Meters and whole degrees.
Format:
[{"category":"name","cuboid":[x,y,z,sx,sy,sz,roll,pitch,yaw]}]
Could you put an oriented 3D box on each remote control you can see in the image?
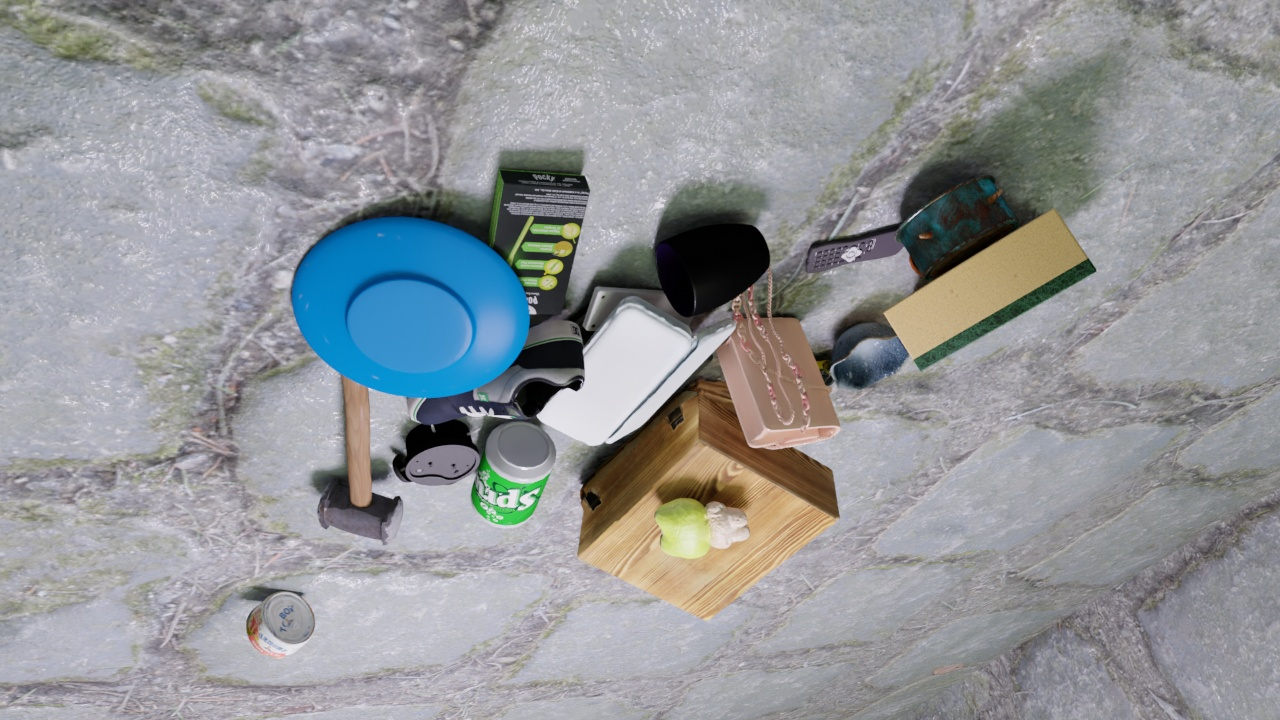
[{"category":"remote control","cuboid":[0.003,-0.055,1.013,0.135,0.011,0.050,0,124,-34]},{"category":"remote control","cuboid":[0.250,-0.127,1.054,0.124,0.009,0.046,-13,145,-9]}]

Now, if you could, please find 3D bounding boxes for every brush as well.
[{"category":"brush","cuboid":[0.396,-0.078,1.038,0.195,0.075,0.249,-34,171,23]}]

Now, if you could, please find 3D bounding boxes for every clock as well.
[{"category":"clock","cuboid":[-0.250,0.118,1.119,0.091,0.042,0.121,9,136,-35]},{"category":"clock","cuboid":[0.347,-0.145,1.021,0.121,0.073,0.157,-30,164,8]}]

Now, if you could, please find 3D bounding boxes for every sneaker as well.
[{"category":"sneaker","cuboid":[-0.160,0.037,0.997,0.236,0.079,0.084,-24,157,26]}]

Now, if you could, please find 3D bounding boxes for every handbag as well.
[{"category":"handbag","cuboid":[0.183,0.006,1.039,0.116,0.198,0.188,-5,151,-20]}]

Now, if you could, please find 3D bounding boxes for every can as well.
[{"category":"can","cuboid":[-0.512,0.376,1.308,0.043,0.086,0.086,-40,141,24]},{"category":"can","cuboid":[-0.162,0.145,1.159,0.087,0.087,0.140,-2,142,-24]}]

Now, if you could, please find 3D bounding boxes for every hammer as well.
[{"category":"hammer","cuboid":[-0.320,0.097,1.042,0.098,0.052,0.329,16,133,1]}]

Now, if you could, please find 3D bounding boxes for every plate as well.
[{"category":"plate","cuboid":[-0.220,-0.037,0.882,0.224,0.024,0.225,-2,133,-2]}]

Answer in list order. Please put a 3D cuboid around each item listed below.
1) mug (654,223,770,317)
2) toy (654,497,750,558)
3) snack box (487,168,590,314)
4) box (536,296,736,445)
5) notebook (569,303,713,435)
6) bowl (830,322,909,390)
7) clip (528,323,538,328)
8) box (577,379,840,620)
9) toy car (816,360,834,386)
[{"category":"mug","cuboid":[0.074,-0.097,0.962,0.100,0.085,0.119,-22,177,-18]},{"category":"toy","cuboid":[0.077,0.207,1.133,0.115,0.046,0.092,-6,122,10]},{"category":"snack box","cuboid":[-0.103,-0.109,0.872,0.080,0.025,0.148,0,133,-20]},{"category":"box","cuboid":[-0.001,0.020,1.039,0.185,0.084,0.211,15,132,-38]},{"category":"notebook","cuboid":[-0.037,0.017,1.099,0.209,0.029,0.170,24,125,-41]},{"category":"bowl","cuboid":[0.290,-0.014,1.187,0.110,0.055,0.110,-12,145,-9]},{"category":"clip","cuboid":[-0.147,-0.047,0.959,0.120,0.033,0.119,4,142,-32]},{"category":"box","cuboid":[0.074,0.163,1.263,0.258,0.220,0.280,29,126,-20]},{"category":"toy car","cuboid":[0.217,0.020,1.221,0.106,0.030,0.049,-1,140,-22]}]
